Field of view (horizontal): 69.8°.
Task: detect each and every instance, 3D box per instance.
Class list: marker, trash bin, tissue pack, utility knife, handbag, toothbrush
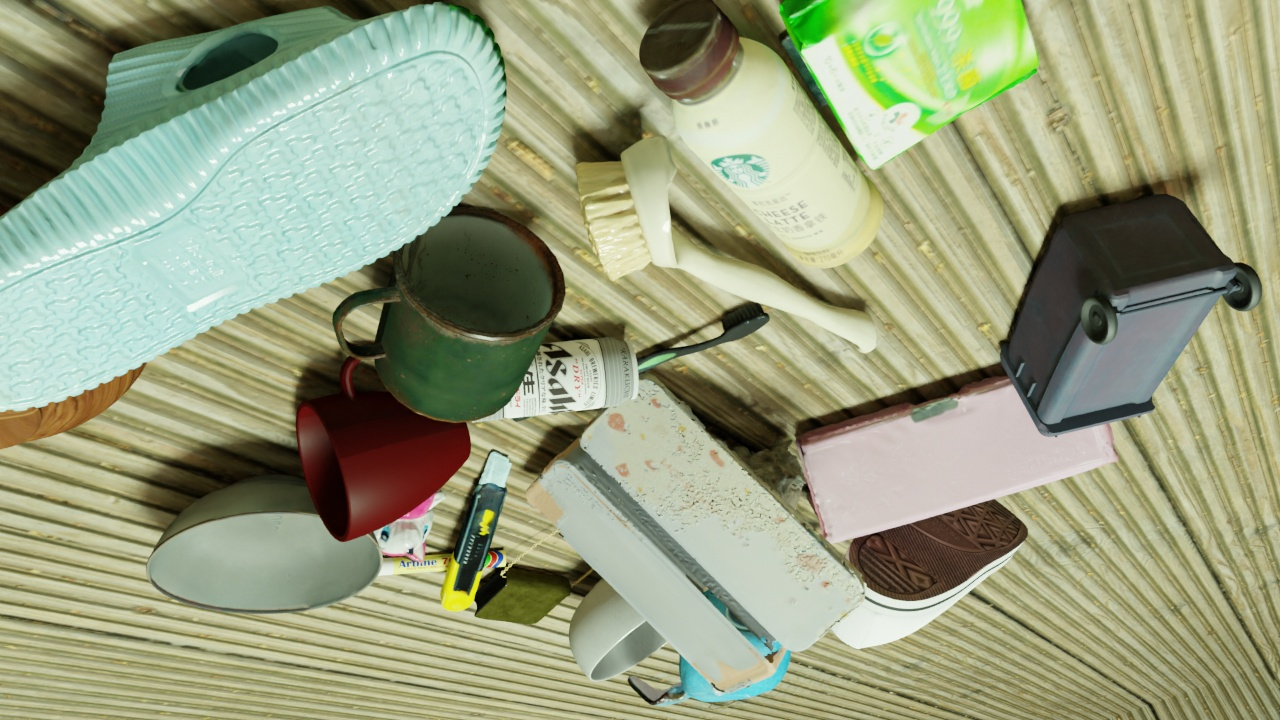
[{"bbox_3d":[-0.178,0.168,0.760,0.132,0.014,0.014,0,142,-20],"label":"marker"},{"bbox_3d":[0.308,-0.021,0.608,0.094,0.092,0.161,-13,145,-3],"label":"trash bin"},{"bbox_3d":[0.124,-0.148,0.423,0.100,0.034,0.114,-30,144,18],"label":"tissue pack"},{"bbox_3d":[-0.129,0.136,0.719,0.028,0.020,0.198,1,133,-23],"label":"utility knife"},{"bbox_3d":[-0.071,0.174,0.805,0.084,0.027,0.178,20,127,-39],"label":"handbag"},{"bbox_3d":[-0.004,0.004,0.603,0.188,0.017,0.014,-22,140,16],"label":"toothbrush"}]

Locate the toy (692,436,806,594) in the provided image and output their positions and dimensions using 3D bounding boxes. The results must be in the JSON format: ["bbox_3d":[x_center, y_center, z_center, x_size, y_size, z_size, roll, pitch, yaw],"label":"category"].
[{"bbox_3d":[0.085,0.123,0.745,0.132,0.076,0.176,-49,154,-2],"label":"toy"}]

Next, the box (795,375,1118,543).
[{"bbox_3d":[0.245,0.067,0.754,0.233,0.099,0.115,-19,-174,3],"label":"box"}]

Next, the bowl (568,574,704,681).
[{"bbox_3d":[-0.010,0.230,0.848,0.131,0.064,0.132,-30,153,-17],"label":"bowl"}]

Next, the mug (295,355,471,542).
[{"bbox_3d":[-0.152,0.043,0.559,0.088,0.087,0.114,-16,118,-34],"label":"mug"}]

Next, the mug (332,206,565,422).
[{"bbox_3d":[-0.102,-0.019,0.467,0.110,0.085,0.081,-11,149,-33],"label":"mug"}]

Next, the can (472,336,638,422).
[{"bbox_3d":[-0.057,0.011,0.563,0.106,0.044,0.044,-6,144,-12],"label":"can"}]

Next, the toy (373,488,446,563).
[{"bbox_3d":[-0.178,0.119,0.667,0.065,0.050,0.103,8,134,-22],"label":"toy"}]

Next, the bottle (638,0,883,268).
[{"bbox_3d":[0.060,-0.104,0.438,0.057,0.056,0.162,-31,141,22],"label":"bottle"}]

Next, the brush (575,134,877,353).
[{"bbox_3d":[0.062,-0.049,0.524,0.078,0.062,0.272,-20,152,36],"label":"brush"}]

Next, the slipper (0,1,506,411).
[{"bbox_3d":[-0.183,-0.069,0.389,0.276,0.069,0.116,-29,148,-3],"label":"slipper"}]

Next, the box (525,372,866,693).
[{"bbox_3d":[0.033,0.126,0.643,0.157,0.216,0.063,-45,180,24],"label":"box"}]

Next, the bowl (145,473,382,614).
[{"bbox_3d":[-0.253,0.118,0.627,0.150,0.056,0.151,-8,143,-6],"label":"bowl"}]

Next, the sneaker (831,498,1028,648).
[{"bbox_3d":[0.245,0.183,0.798,0.244,0.091,0.097,-18,139,-44],"label":"sneaker"}]

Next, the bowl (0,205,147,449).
[{"bbox_3d":[-0.315,0.001,0.436,0.147,0.068,0.147,-10,144,-7],"label":"bowl"}]

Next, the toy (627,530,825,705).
[{"bbox_3d":[0.094,0.243,0.835,0.225,0.099,0.191,-48,168,30],"label":"toy"}]
